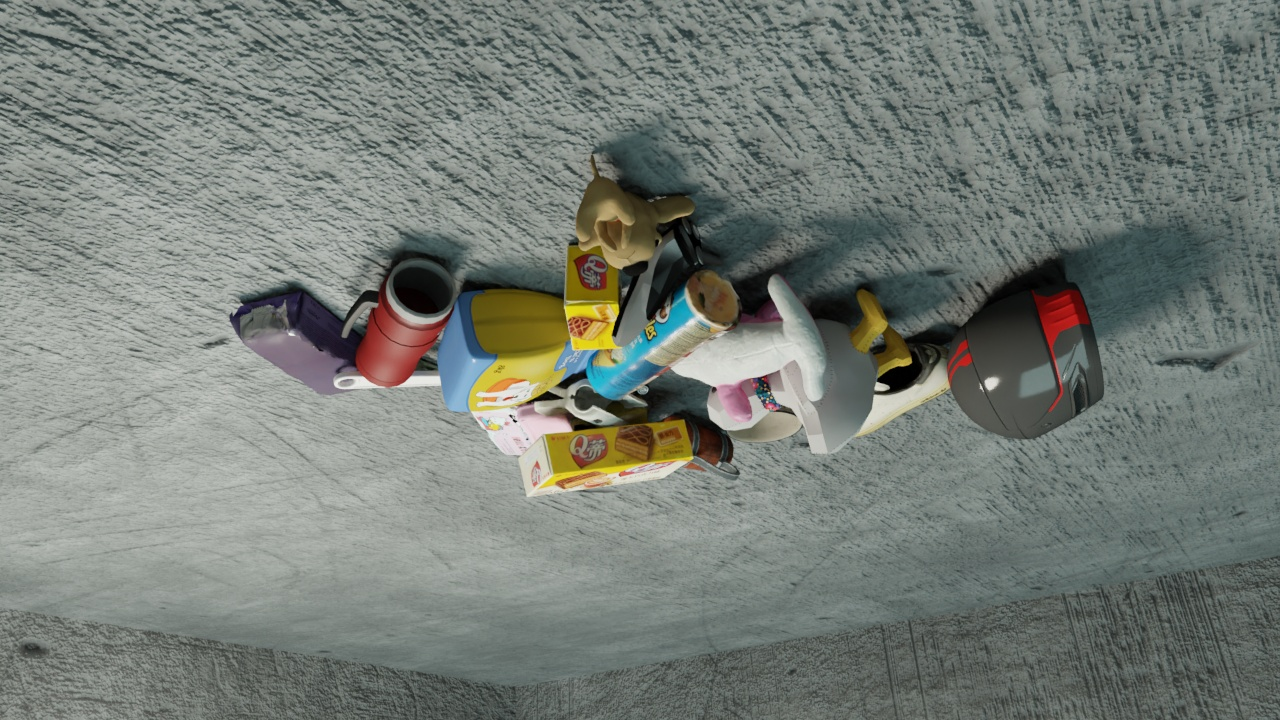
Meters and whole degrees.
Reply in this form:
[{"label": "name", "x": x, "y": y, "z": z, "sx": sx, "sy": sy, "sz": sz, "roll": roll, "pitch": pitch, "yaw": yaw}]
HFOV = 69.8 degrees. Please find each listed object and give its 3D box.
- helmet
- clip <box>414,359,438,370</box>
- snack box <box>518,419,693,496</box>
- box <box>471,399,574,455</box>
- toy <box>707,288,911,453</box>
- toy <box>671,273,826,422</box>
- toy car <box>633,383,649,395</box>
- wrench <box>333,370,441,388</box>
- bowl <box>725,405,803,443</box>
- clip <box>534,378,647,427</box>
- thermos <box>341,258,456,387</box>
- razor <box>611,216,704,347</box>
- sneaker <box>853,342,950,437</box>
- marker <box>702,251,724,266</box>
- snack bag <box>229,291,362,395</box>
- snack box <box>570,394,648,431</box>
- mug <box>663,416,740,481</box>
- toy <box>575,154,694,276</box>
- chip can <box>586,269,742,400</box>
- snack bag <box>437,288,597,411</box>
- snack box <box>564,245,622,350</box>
[{"label": "helmet", "x": 0.480, "y": 0.009, "z": 1.169, "sx": 0.170, "sy": 0.164, "sz": 0.264, "roll": -15, "pitch": 149, "yaw": 20}, {"label": "clip", "x": -0.306, "y": 0.010, "z": 1.250, "sx": 0.023, "sy": 0.035, "sz": 0.074, "roll": -26, "pitch": 150, "yaw": 33}, {"label": "snack box", "x": -0.048, "y": 0.140, "z": 1.326, "sx": 0.229, "sy": 0.061, "sz": 0.110, "roll": -3, "pitch": 158, "yaw": -29}, {"label": "box", "x": -0.171, "y": 0.116, "z": 1.440, "sx": 0.155, "sy": 0.044, "sz": 0.201, "roll": -6, "pitch": 153, "yaw": 7}, {"label": "toy", "x": 0.209, "y": 0.029, "z": 1.175, "sx": 0.268, "sy": 0.246, "sz": 0.141, "roll": -34, "pitch": 126, "yaw": 14}, {"label": "toy", "x": 0.134, "y": -0.029, "z": 1.125, "sx": 0.127, "sy": 0.187, "sz": 0.266, "roll": -30, "pitch": -167, "yaw": -32}, {"label": "toy car", "x": -0.007, "y": 0.007, "z": 1.249, "sx": 0.034, "sy": 0.046, "sz": 0.112, "roll": -5, "pitch": 150, "yaw": 1}, {"label": "wrench", "x": -0.270, "y": 0.024, "z": 1.228, "sx": 0.272, "sy": 0.018, "sz": 0.066, "roll": -1, "pitch": 150, "yaw": -31}, {"label": "bowl", "x": 0.182, "y": 0.074, "z": 1.376, "sx": 0.115, "sy": 0.059, "sz": 0.116, "roll": -2, "pitch": 152, "yaw": -1}, {"label": "clip", "x": -0.077, "y": 0.069, "z": 1.291, "sx": 0.151, "sy": 0.091, "sz": 0.125, "roll": -5, "pitch": 164, "yaw": 17}, {"label": "thermos", "x": -0.295, "y": -0.042, "z": 1.092, "sx": 0.108, "sy": 0.083, "sz": 0.199, "roll": 10, "pitch": 152, "yaw": -24}, {"label": "razor", "x": 0.014, "y": -0.082, "z": 0.999, "sx": 0.156, "sy": 0.060, "sz": 0.057, "roll": -50, "pitch": 161, "yaw": 12}, {"label": "sneaker", "x": 0.321, "y": 0.041, "z": 1.293, "sx": 0.242, "sy": 0.088, "sz": 0.102, "roll": -29, "pitch": 151, "yaw": 32}, {"label": "marker", "x": 0.036, "y": -0.123, "z": 1.034, "sx": 0.138, "sy": 0.022, "sz": 0.016, "roll": 13, "pitch": 143, "yaw": -25}, {"label": "snack bag", "x": -0.413, "y": -0.012, "z": 1.165, "sx": 0.096, "sy": 0.058, "sz": 0.205, "roll": -12, "pitch": 150, "yaw": 16}, {"label": "snack box", "x": -0.044, "y": 0.123, "z": 1.431, "sx": 0.121, "sy": 0.045, "sz": 0.181, "roll": -19, "pitch": 149, "yaw": -8}, {"label": "mug", "x": 0.097, "y": 0.148, "z": 1.457, "sx": 0.111, "sy": 0.117, "sz": 0.081, "roll": 18, "pitch": 109, "yaw": -40}, {"label": "toy", "x": -0.021, "y": -0.142, "z": 0.927, "sx": 0.134, "sy": 0.105, "sz": 0.108, "roll": -17, "pitch": 160, "yaw": 17}, {"label": "chip can", "x": 0.024, "y": -0.025, "z": 1.095, "sx": 0.079, "sy": 0.079, "sz": 0.230, "roll": 15, "pitch": 149, "yaw": -30}, {"label": "snack bag", "x": -0.139, "y": -0.013, "z": 1.157, "sx": 0.205, "sy": 0.102, "sz": 0.159, "roll": -4, "pitch": 155, "yaw": -25}, {"label": "snack box", "x": -0.053, "y": -0.072, "z": 1.057, "sx": 0.061, "sy": 0.083, "sz": 0.106, "roll": -2, "pitch": 153, "yaw": 1}]
